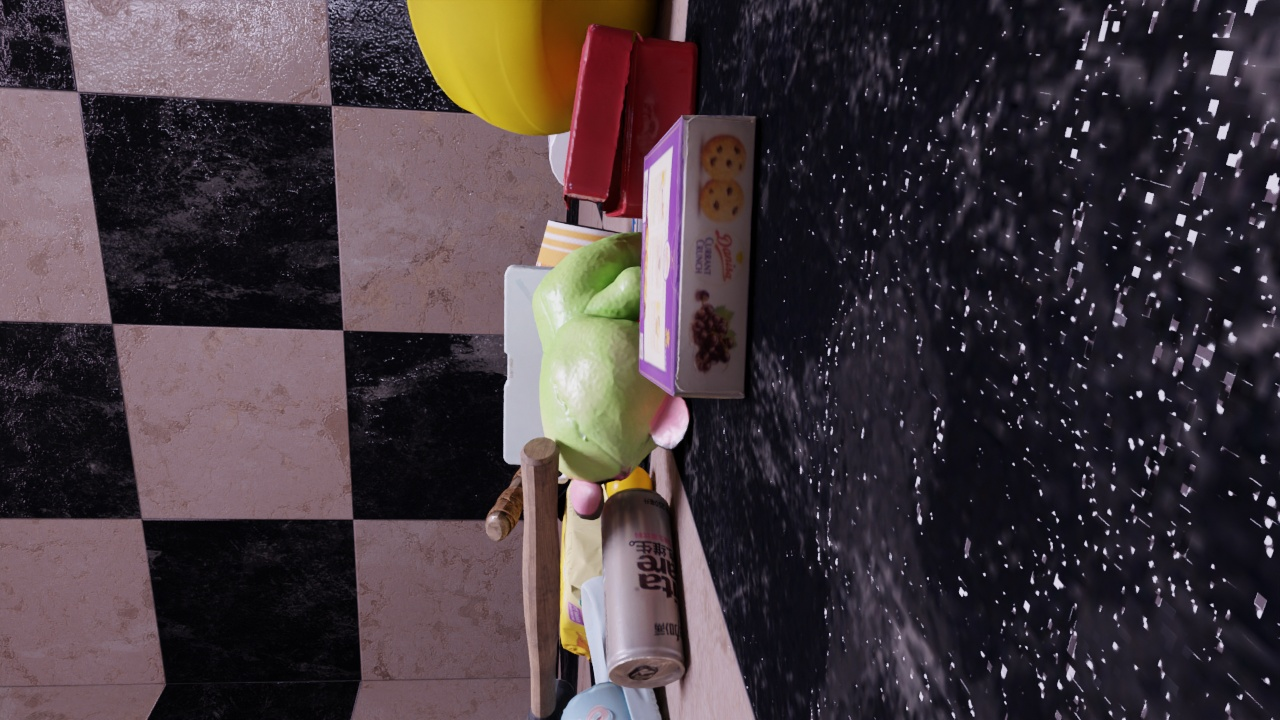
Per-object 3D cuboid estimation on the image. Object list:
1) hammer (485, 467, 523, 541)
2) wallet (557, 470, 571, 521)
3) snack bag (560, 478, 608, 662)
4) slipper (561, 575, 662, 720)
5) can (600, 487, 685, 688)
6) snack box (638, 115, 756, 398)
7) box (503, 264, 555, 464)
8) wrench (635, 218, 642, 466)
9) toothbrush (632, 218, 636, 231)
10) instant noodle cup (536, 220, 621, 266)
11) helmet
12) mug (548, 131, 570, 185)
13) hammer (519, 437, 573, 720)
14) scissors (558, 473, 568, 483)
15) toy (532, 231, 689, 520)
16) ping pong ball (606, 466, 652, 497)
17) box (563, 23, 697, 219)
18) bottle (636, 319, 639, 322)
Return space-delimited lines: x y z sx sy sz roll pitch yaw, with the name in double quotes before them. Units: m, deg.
"hammer" -0.100 0.085 1.065 0.317 0.049 0.122 -61 -13 -50
"wallet" -0.070 0.128 1.056 0.114 0.026 0.089 -51 -16 -12
"snack bag" -0.055 0.231 1.027 0.248 0.068 0.159 102 167 -56
"slipper" -0.029 0.282 0.731 0.245 0.074 0.104 -108 17 -49
"can" 0.000 0.161 0.663 0.054 0.054 0.135 99 169 -48
"snack box" 0.028 -0.057 0.531 0.148 0.040 0.143 -147 58 -81
"box" -0.065 0.007 0.881 0.040 0.134 0.197 -104 17 -71
"wrench" -0.003 -0.003 0.857 0.083 0.018 0.273 -132 44 -80
"toothbrush" 0.001 -0.155 0.862 0.135 0.017 0.021 103 170 -56
"instant noodle cup" -0.064 -0.084 0.995 0.123 0.123 0.121 -122 42 -77
"helmet" -0.065 -0.299 0.802 0.139 0.240 0.209 44 170 34
"mug" -0.052 -0.236 1.067 0.121 0.091 0.090 56 -170 -27
"hammer" -0.076 0.200 0.702 0.132 0.040 0.306 -73 -13 -63
"scissors" -0.059 0.087 0.968 0.011 0.128 0.125 45 -176 30
"toy" -0.032 -0.001 0.690 0.151 0.107 0.196 -42 37 35
"ping pong ball" -0.009 0.111 0.796 0.040 0.040 0.040 180 91 -83
"box" -0.009 -0.171 0.697 0.157 0.092 0.129 -112 26 -81
"bottle" -0.005 0.005 0.797 0.036 0.036 0.119 -109 21 -70
